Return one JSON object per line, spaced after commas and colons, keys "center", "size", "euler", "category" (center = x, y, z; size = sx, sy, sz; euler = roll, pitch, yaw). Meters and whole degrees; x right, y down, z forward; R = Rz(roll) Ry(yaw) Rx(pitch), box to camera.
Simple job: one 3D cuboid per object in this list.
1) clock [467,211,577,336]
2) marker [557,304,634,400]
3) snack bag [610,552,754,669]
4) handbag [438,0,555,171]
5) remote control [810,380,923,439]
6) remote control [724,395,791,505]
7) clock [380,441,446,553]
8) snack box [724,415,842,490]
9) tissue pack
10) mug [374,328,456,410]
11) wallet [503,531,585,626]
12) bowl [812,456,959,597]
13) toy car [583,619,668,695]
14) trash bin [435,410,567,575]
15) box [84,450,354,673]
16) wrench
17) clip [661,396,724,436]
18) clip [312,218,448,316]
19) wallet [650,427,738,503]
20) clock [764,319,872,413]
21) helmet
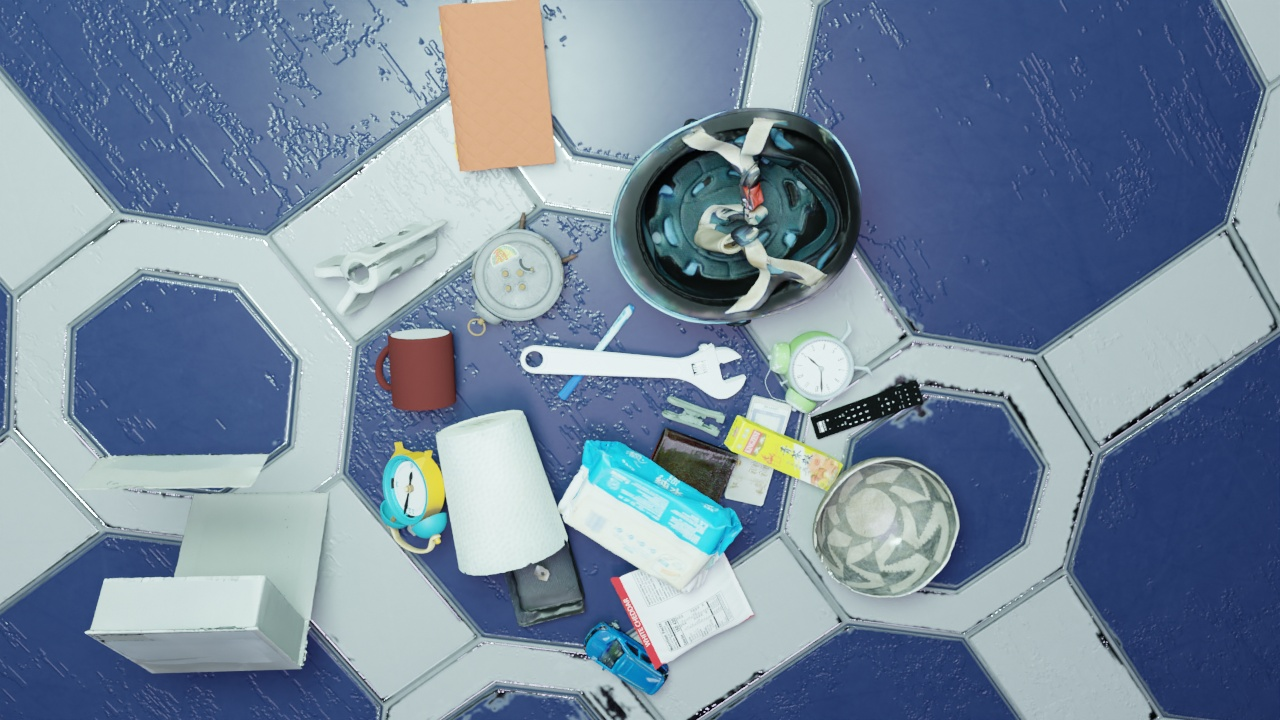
{"center": [-0.150, -0.089, 1.060], "size": [0.104, 0.056, 0.148], "euler": [38, 95, -10], "category": "clock"}
{"center": [-0.053, -0.010, 1.106], "size": [0.013, 0.013, 0.142], "euler": [36, 97, -10], "category": "marker"}
{"center": [0.055, 0.302, 1.162], "size": [0.144, 0.039, 0.131], "euler": [-26, 95, -6], "category": "snack bag"}
{"center": [-0.158, -0.301, 1.010], "size": [0.109, 0.060, 0.172], "euler": [-7, 105, -8], "category": "handbag"}
{"center": [0.282, 0.062, 1.143], "size": [0.140, 0.009, 0.030], "euler": [-20, 103, 1], "category": "remote control"}
{"center": [0.146, 0.113, 1.145], "size": [0.050, 0.011, 0.136], "euler": [13, 101, -6], "category": "remote control"}
{"center": [-0.272, 0.166, 1.097], "size": [0.099, 0.043, 0.130], "euler": [8, 100, 37], "category": "clock"}
{"center": [0.176, 0.115, 1.126], "size": [0.148, 0.029, 0.040], "euler": [23, 98, -18], "category": "snack box"}
{"center": [0.006, 0.185, 1.100], "size": [0.209, 0.066, 0.117], "euler": [29, 111, 1], "category": "tissue pack"}
{"center": [-0.268, 0.008, 1.073], "size": [0.106, 0.073, 0.082], "euler": [5, 103, 25], "category": "mug"}
{"center": [-0.122, 0.272, 1.151], "size": [0.089, 0.026, 0.115], "euler": [-12, 112, -2], "category": "wallet"}
{"center": [0.294, 0.197, 1.136], "size": [0.178, 0.081, 0.178], "euler": [-1, 102, -5], "category": "bowl"}
{"center": [-0.017, 0.383, 1.177], "size": [0.120, 0.043, 0.056], "euler": [37, 98, -10], "category": "toy car"}
{"center": [-0.169, 0.150, 1.078], "size": [0.133, 0.133, 0.161], "euler": [-13, 98, -1], "category": "trash bin"}
{"center": [-0.459, 0.218, 1.067], "size": [0.167, 0.379, 0.172], "euler": [0, 119, -4], "category": "box"}
{"center": [-0.007, 0.006, 1.101], "size": [0.273, 0.018, 0.066], "euler": [4, 103, -8], "category": "wrench"}
{"center": [0.064, 0.067, 1.125], "size": [0.076, 0.023, 0.045], "euler": [19, 98, -9], "category": "clip"}
{"center": [-0.290, -0.107, 1.021], "size": [0.144, 0.124, 0.075], "euler": [-26, 99, 27], "category": "clip"}
{"center": [0.053, 0.151, 1.140], "size": [0.099, 0.031, 0.120], "euler": [21, 103, -5], "category": "wallet"}
{"center": [0.208, 0.010, 1.111], "size": [0.119, 0.042, 0.094], "euler": [-25, 102, 2], "category": "clock"}
{"center": [0.096, -0.153, 1.004], "size": [0.265, 0.167, 0.225], "euler": [-14, 100, -2], "category": "helmet"}
